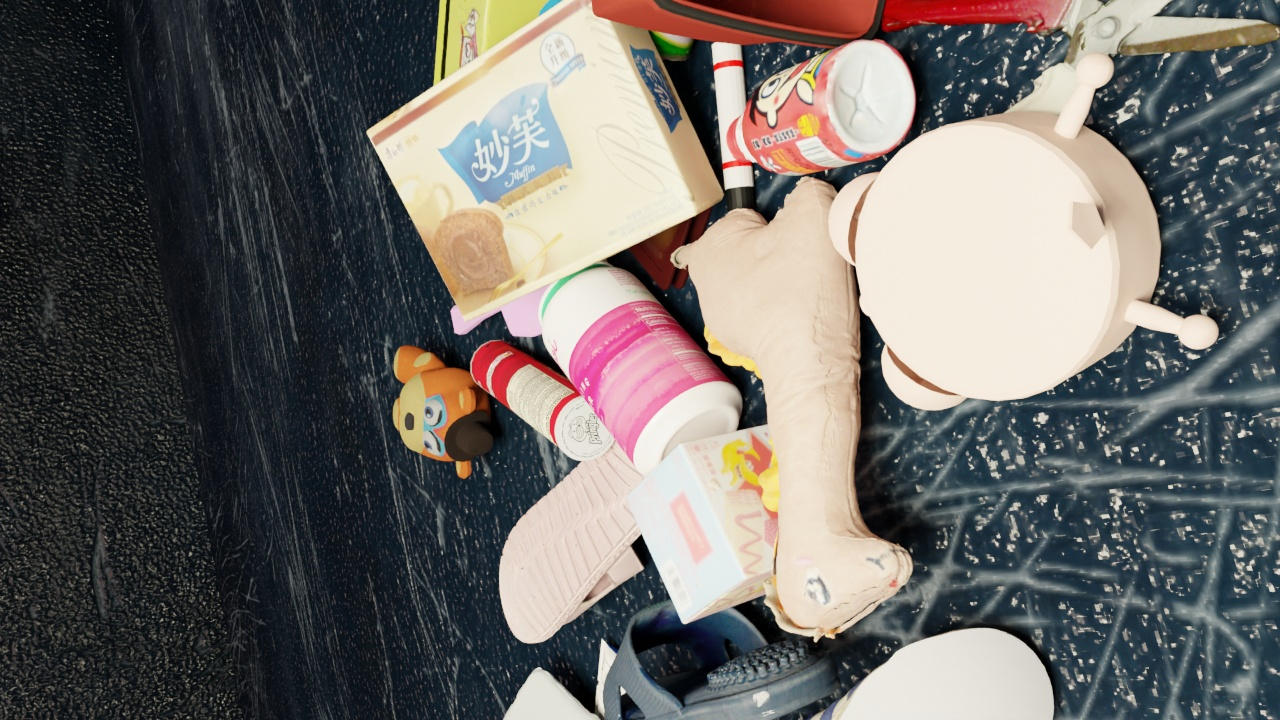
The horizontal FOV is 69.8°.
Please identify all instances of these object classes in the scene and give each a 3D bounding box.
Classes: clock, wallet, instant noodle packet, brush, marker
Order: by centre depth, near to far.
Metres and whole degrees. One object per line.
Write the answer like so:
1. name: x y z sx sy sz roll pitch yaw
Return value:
1. clock: 0.160 -0.046 0.433 0.161 0.086 0.131 -23 87 60
2. marker: 0.060 -0.172 0.602 0.019 0.019 0.145 0 97 54
3. wallet: 0.007 -0.120 0.688 0.115 0.018 0.092 50 134 38
4. instant noodle packet: 0.001 0.309 0.776 0.134 0.026 0.087 28 119 48
5. brush: -0.107 -0.061 0.830 0.229 0.043 0.089 -17 83 54

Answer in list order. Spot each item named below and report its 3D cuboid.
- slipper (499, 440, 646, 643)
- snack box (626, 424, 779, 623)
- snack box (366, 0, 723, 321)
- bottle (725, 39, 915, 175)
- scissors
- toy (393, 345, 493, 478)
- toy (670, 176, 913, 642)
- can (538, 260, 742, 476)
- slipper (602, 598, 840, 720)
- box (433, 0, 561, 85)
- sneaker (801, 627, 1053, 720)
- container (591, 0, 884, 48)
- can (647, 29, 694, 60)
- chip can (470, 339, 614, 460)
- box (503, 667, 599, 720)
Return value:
1. slipper: -0.035 0.140 0.763 0.240 0.064 0.094 -51 53 25
2. snack box: 0.061 0.102 0.593 0.080 0.094 0.093 -50 57 45
3. snack box: -0.069 -0.133 0.625 0.208 0.055 0.153 -21 100 30
4. bottle: 0.093 -0.138 0.526 0.138 0.062 0.062 -170 74 -67
5. scissors: 0.184 -0.142 0.442 0.196 0.015 0.180 49 133 37
6. toy: -0.206 0.052 0.958 0.176 0.096 0.112 21 113 38
7. toy: 0.079 0.027 0.549 0.197 0.065 0.264 -18 69 56
8. can: -0.004 0.004 0.666 0.166 0.088 0.088 50 134 35
9. slipper: 0.040 0.198 0.617 0.264 0.101 0.082 -45 62 61
10. box: -0.090 -0.229 0.709 0.083 0.124 0.221 39 129 43
11. sneaker: 0.142 0.238 0.548 0.233 0.118 0.091 -41 67 12
12. container: 0.066 -0.230 0.467 0.201 0.148 0.127 -161 74 -63
13. can: 0.015 -0.267 0.602 0.067 0.067 0.121 43 130 41
14. chip can: -0.090 0.028 0.794 0.215 0.051 0.052 26 117 59
15. box: -0.037 0.380 0.805 0.211 0.105 0.130 27 88 51
